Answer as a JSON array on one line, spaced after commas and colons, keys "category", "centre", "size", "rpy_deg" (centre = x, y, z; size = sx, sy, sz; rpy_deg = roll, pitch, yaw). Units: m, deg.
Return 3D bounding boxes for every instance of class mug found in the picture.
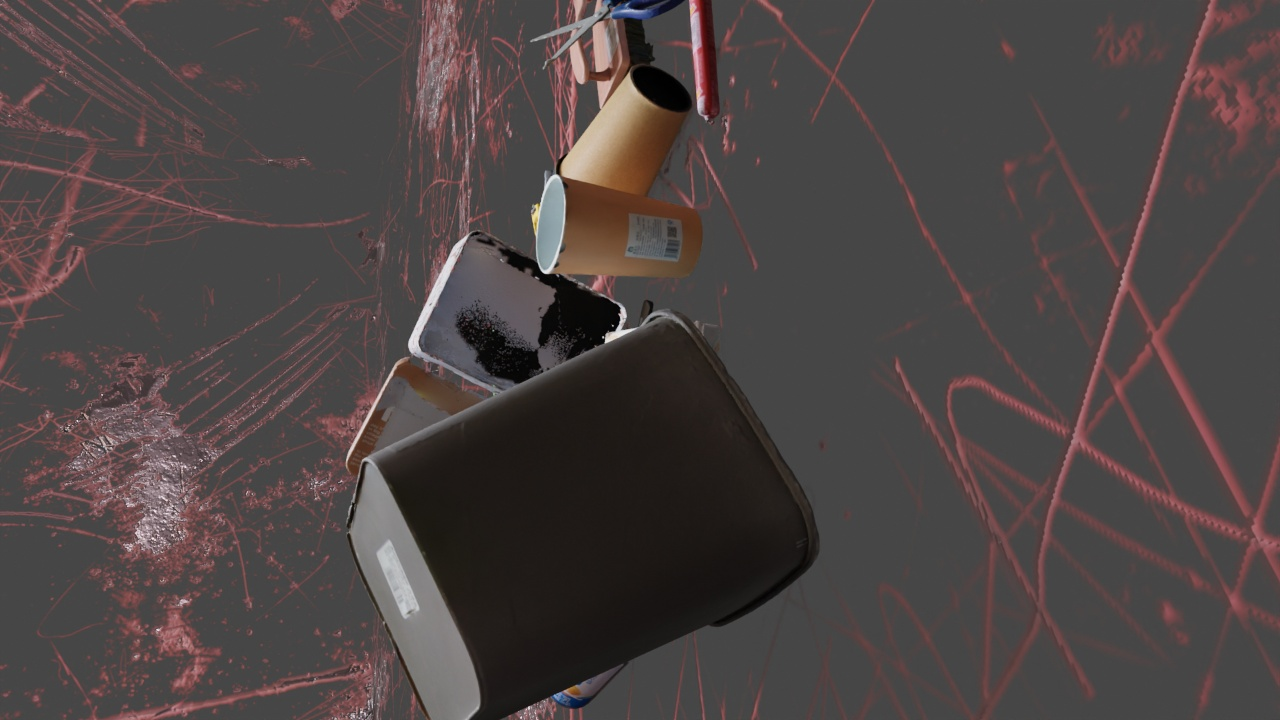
[{"category": "mug", "centre": [-0.016, -0.103, 0.745], "size": [0.078, 0.122, 0.078], "rpy_deg": [-176, 91, -69]}]

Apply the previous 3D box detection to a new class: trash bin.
[{"category": "trash bin", "centre": [-0.049, 0.107, 0.581], "size": [0.198, 0.219, 0.200], "rpy_deg": [59, 147, 18]}]

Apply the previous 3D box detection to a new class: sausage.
[{"category": "sausage", "centre": [0.051, -0.260, 0.751], "size": [0.020, 0.020, 0.155], "rpy_deg": [142, 130, -61]}]

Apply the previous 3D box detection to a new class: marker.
[{"category": "marker", "centre": [-0.005, 0.005, 0.840], "size": [0.018, 0.015, 0.124], "rpy_deg": [-146, 65, -62]}]

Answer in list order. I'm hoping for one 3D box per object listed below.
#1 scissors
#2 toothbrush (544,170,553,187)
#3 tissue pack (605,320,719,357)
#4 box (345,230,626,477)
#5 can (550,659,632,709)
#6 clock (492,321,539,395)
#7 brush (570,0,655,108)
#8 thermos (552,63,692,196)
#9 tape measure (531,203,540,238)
[{"category": "scissors", "centre": [-0.026, -0.325, 0.848], "size": [0.163, 0.012, 0.175], "rpy_deg": [12, 57, 40]}, {"category": "toothbrush", "centre": [-0.111, -0.122, 1.114], "size": [0.027, 0.026, 0.213], "rpy_deg": [-112, 27, -82]}, {"category": "tissue pack", "centre": [0.012, 0.018, 0.731], "size": [0.140, 0.063, 0.090], "rpy_deg": [173, 100, -68]}, {"category": "box", "centre": [-0.149, 0.027, 0.892], "size": [0.272, 0.178, 0.106], "rpy_deg": [-62, 18, 2]}, {"category": "can", "centre": [-0.043, 0.268, 0.827], "size": [0.135, 0.053, 0.053], "rpy_deg": [121, 147, -47]}, {"category": "clock", "centre": [-0.155, -0.031, 1.134], "size": [0.116, 0.056, 0.161], "rpy_deg": [176, 94, -79]}, {"category": "brush", "centre": [-0.033, -0.319, 0.903], "size": [0.063, 0.073, 0.145], "rpy_deg": [123, 147, -51]}, {"category": "thermos", "centre": [-0.015, -0.188, 0.820], "size": [0.144, 0.093, 0.093], "rpy_deg": [-51, 39, 41]}, {"category": "tape measure", "centre": [-0.091, -0.146, 1.027], "size": [0.029, 0.060, 0.057], "rpy_deg": [-50, 46, 53]}]
